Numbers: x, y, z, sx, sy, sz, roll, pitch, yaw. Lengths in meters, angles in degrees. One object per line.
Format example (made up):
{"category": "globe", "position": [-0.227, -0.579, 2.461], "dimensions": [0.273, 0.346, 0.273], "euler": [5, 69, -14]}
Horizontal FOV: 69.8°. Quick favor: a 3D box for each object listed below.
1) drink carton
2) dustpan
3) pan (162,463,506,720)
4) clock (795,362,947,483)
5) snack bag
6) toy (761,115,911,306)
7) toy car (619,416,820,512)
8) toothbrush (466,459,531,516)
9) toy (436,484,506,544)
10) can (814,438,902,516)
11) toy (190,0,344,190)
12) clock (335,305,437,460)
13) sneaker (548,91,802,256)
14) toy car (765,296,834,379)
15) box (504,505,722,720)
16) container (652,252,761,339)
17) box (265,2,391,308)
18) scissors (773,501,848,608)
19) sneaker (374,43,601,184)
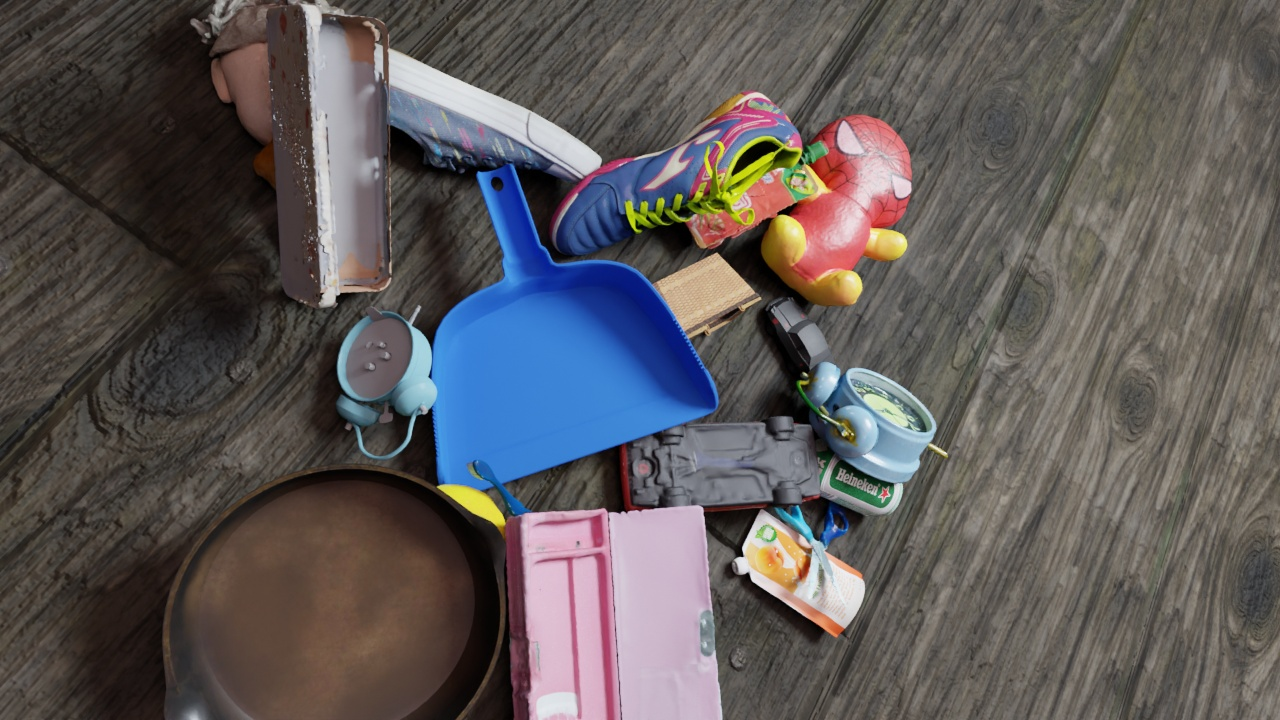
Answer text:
{"category": "drink carton", "position": [0.148, 0.199, 0.863], "dimensions": [0.122, 0.039, 0.069], "euler": [34, 63, -6]}
{"category": "dustpan", "position": [-0.087, -0.044, 0.783], "dimensions": [0.245, 0.060, 0.257], "euler": [-18, 77, -11]}
{"category": "pan", "position": [-0.187, 0.241, 0.674], "dimensions": [0.248, 0.043, 0.356], "euler": [-29, 102, -15]}
{"category": "clock", "position": [0.212, 0.057, 0.878], "dimensions": [0.162, 0.060, 0.118], "euler": [13, 31, -32]}
{"category": "snack bag", "position": [0.112, -0.168, 0.891], "dimensions": [0.155, 0.044, 0.087], "euler": [-29, 55, 8]}
{"category": "toy", "position": [0.207, -0.161, 0.948], "dimensions": [0.147, 0.099, 0.215], "euler": [43, 64, -20]}
{"category": "toy car", "position": [0.074, 0.096, 0.834], "dimensions": [0.189, 0.056, 0.081], "euler": [-1, 78, -13]}
{"category": "toothbrush", "position": [-0.099, 0.126, 0.758], "dimensions": [0.132, 0.016, 0.021], "euler": [53, 51, -29]}
{"category": "toy", "position": [-0.150, 0.147, 0.732], "dimensions": [0.094, 0.041, 0.095], "euler": [-5, 87, -30]}
{"category": "can", "position": [0.202, 0.115, 0.895], "dimensions": [0.101, 0.053, 0.053], "euler": [24, 67, -17]}
{"category": "toy", "position": [-0.287, -0.223, 0.750], "dimensions": [0.133, 0.076, 0.176], "euler": [-2, 92, 12]}
{"category": "clock", "position": [-0.202, 0.018, 0.723], "dimensions": [0.042, 0.087, 0.123], "euler": [36, 46, -60]}
{"category": "sneaker", "position": [0.033, -0.154, 0.823], "dimensions": [0.242, 0.116, 0.091], "euler": [-31, 59, -2]}
{"category": "toy car", "position": [0.161, -0.023, 0.924], "dimensions": [0.042, 0.036, 0.091], "euler": [-29, 89, -28]}
{"category": "box", "position": [-0.024, 0.238, 0.748], "dimensions": [0.179, 0.059, 0.232], "euler": [2, 78, -23]}
{"category": "container", "position": [0.048, -0.052, 0.860], "dimensions": [0.113, 0.063, 0.061], "euler": [-28, 85, -35]}
{"category": "box", "position": [-0.232, -0.156, 0.709], "dimensions": [0.107, 0.095, 0.216], "euler": [-17, 116, -51]}
{"category": "scissors", "position": [0.176, 0.175, 0.866], "dimensions": [0.109, 0.015, 0.132], "euler": [4, 48, -35]}
{"category": "sneaker", "position": [-0.152, -0.200, 0.817], "dimensions": [0.235, 0.087, 0.079], "euler": [21, 96, -18]}
